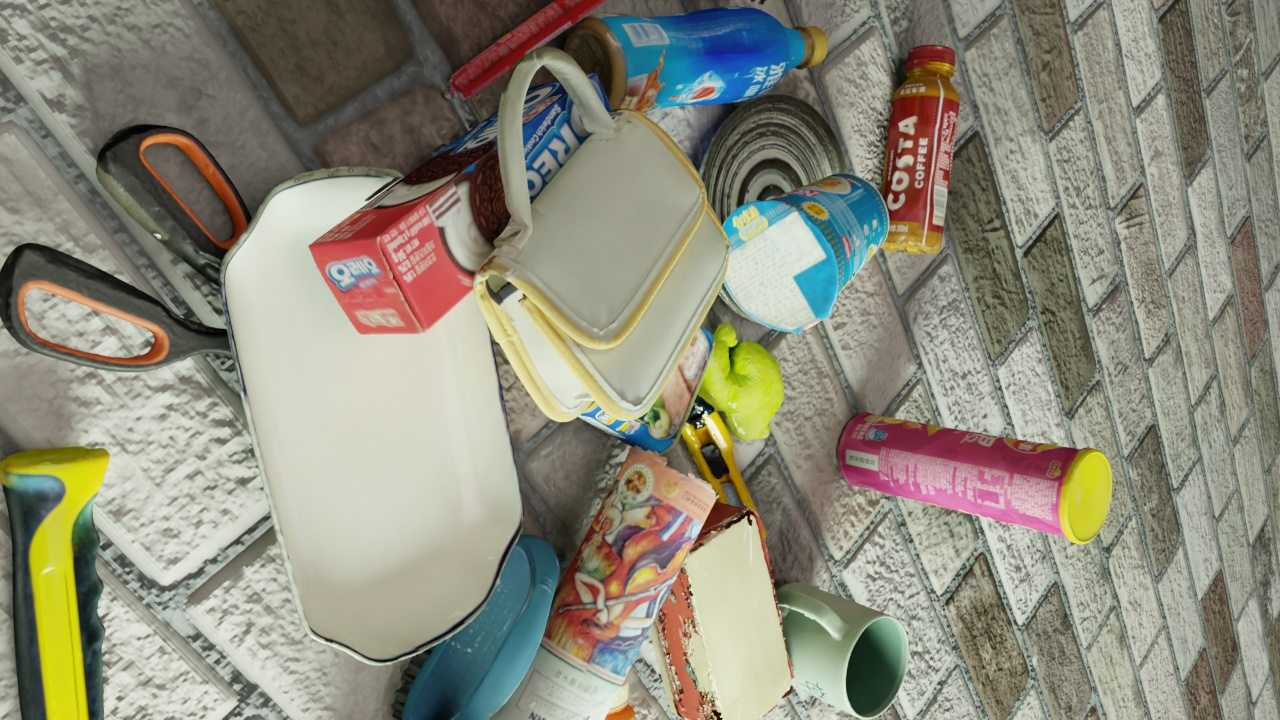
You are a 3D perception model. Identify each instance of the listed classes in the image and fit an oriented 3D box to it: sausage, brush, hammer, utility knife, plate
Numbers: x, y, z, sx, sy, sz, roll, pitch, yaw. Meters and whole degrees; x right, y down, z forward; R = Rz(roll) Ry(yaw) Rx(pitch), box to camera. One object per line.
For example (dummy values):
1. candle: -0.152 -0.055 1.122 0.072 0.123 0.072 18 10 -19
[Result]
1. sausage: -0.055 -0.204 0.555 0.155 0.020 0.020 -38 119 -8
2. brush: -0.094 0.174 0.562 0.055 0.074 0.143 41 70 -31
3. hammer: -0.279 0.203 0.443 0.126 0.032 0.323 -6 100 -40
4. utility knife: 0.068 0.094 0.710 0.033 0.015 0.168 -25 120 3
5. plate: 0.102 -0.116 0.718 0.179 0.024 0.179 -6 100 -40
6. plate: -0.145 0.030 0.504 0.161 0.034 0.266 -23 107 -50

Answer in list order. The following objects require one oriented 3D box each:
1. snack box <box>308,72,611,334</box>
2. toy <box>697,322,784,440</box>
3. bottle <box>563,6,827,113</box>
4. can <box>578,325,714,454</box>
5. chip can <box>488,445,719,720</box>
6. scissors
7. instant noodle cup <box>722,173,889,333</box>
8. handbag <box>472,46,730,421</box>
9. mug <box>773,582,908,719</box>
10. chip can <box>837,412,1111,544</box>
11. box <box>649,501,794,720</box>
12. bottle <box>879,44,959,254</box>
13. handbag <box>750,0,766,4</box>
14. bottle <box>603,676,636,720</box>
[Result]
1. snack box: -0.086 -0.094 0.512 0.206 0.058 0.057 -51 129 -42
2. toy: 0.076 0.017 0.708 0.100 0.031 0.097 -7 103 -34
3. bottle: 0.049 -0.210 0.635 0.218 0.065 0.065 -20 108 -37
4. can: -0.004 0.004 0.626 0.083 0.057 0.102 33 75 -39
5. chip can: -0.026 0.166 0.605 0.071 0.071 0.214 37 76 -36
6. scissors: -0.211 -0.009 0.474 0.197 0.022 0.227 -34 116 -41
7. instant noodle cup: 0.126 -0.087 0.671 0.109 0.099 0.099 -36 117 -41
8. handbag: -0.025 -0.075 0.500 0.179 0.063 0.162 59 45 -31
9. mug: 0.143 0.222 0.740 0.082 0.106 0.112 -51 124 -22
10. chip can: 0.267 0.090 0.757 0.071 0.211 0.071 -6 99 -38
11. box: 0.060 0.195 0.689 0.091 0.077 0.168 -26 111 -35
12. bottle: 0.244 -0.183 0.801 0.057 0.058 0.175 6 92 -40
13. handbag: 0.016 -0.318 0.588 0.193 0.076 0.134 -2 102 -38
14. bottle: -0.025 0.277 0.645 0.066 0.067 0.149 -5 92 -39
